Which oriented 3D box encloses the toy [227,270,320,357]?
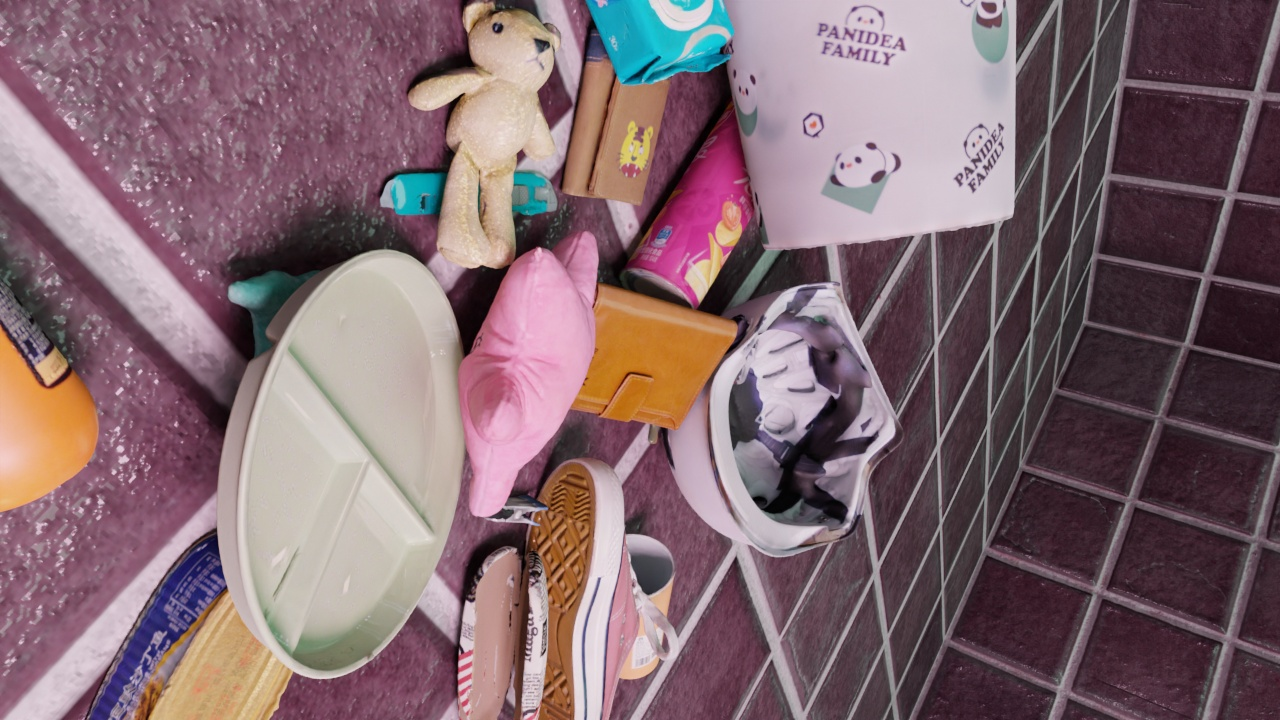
[{"bbox_3d":[-0.183,-0.005,0.490,0.096,0.030,0.092,-19,126,-61],"label":"toy"}]

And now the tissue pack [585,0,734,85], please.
[{"bbox_3d":[0.006,-0.247,0.599,0.093,0.050,0.133,-37,109,-42],"label":"tissue pack"}]

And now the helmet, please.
[{"bbox_3d":[0.109,0.054,0.850,0.257,0.146,0.229,-47,116,-31],"label":"helmet"}]

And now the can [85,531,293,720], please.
[{"bbox_3d":[-0.229,0.163,0.482,0.148,0.049,0.074,-65,148,-11],"label":"can"}]

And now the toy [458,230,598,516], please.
[{"bbox_3d":[-0.067,-0.012,0.584,0.179,0.074,0.194,107,1,-49],"label":"toy"}]

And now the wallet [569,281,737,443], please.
[{"bbox_3d":[-0.004,0.004,0.714,0.130,0.035,0.119,13,114,-32],"label":"wallet"}]

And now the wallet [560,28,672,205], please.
[{"bbox_3d":[-0.016,-0.173,0.663,0.090,0.033,0.115,-6,114,-57],"label":"wallet"}]

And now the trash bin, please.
[{"bbox_3d":[0.164,-0.218,0.667,0.229,0.230,0.252,-20,105,-53],"label":"trash bin"}]

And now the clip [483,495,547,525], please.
[{"bbox_3d":[-0.096,0.113,0.690,0.058,0.026,0.038,19,97,-59],"label":"clip"}]

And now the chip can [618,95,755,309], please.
[{"bbox_3d":[0.063,-0.135,0.765,0.210,0.071,0.071,-59,146,-20],"label":"chip can"}]

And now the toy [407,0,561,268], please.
[{"bbox_3d":[-0.085,-0.131,0.540,0.105,0.066,0.157,10,90,-41],"label":"toy"}]

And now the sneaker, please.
[{"bbox_3d":[-0.034,0.190,0.739,0.087,0.118,0.241,-8,106,-42],"label":"sneaker"}]

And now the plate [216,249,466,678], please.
[{"bbox_3d":[-0.152,0.054,0.502,0.230,0.027,0.230,7,89,-78],"label":"plate"}]

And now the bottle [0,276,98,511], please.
[{"bbox_3d":[-0.261,-0.016,0.335,0.066,0.067,0.150,-41,130,-40],"label":"bottle"}]

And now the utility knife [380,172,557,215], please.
[{"bbox_3d":[-0.102,-0.104,0.578,0.157,0.013,0.029,-16,111,-54],"label":"utility knife"}]

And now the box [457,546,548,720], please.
[{"bbox_3d":[-0.090,0.221,0.701,0.075,0.082,0.163,-35,133,-65],"label":"box"}]

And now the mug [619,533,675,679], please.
[{"bbox_3d":[-0.009,0.231,0.843,0.078,0.078,0.123,-37,139,-43],"label":"mug"}]
